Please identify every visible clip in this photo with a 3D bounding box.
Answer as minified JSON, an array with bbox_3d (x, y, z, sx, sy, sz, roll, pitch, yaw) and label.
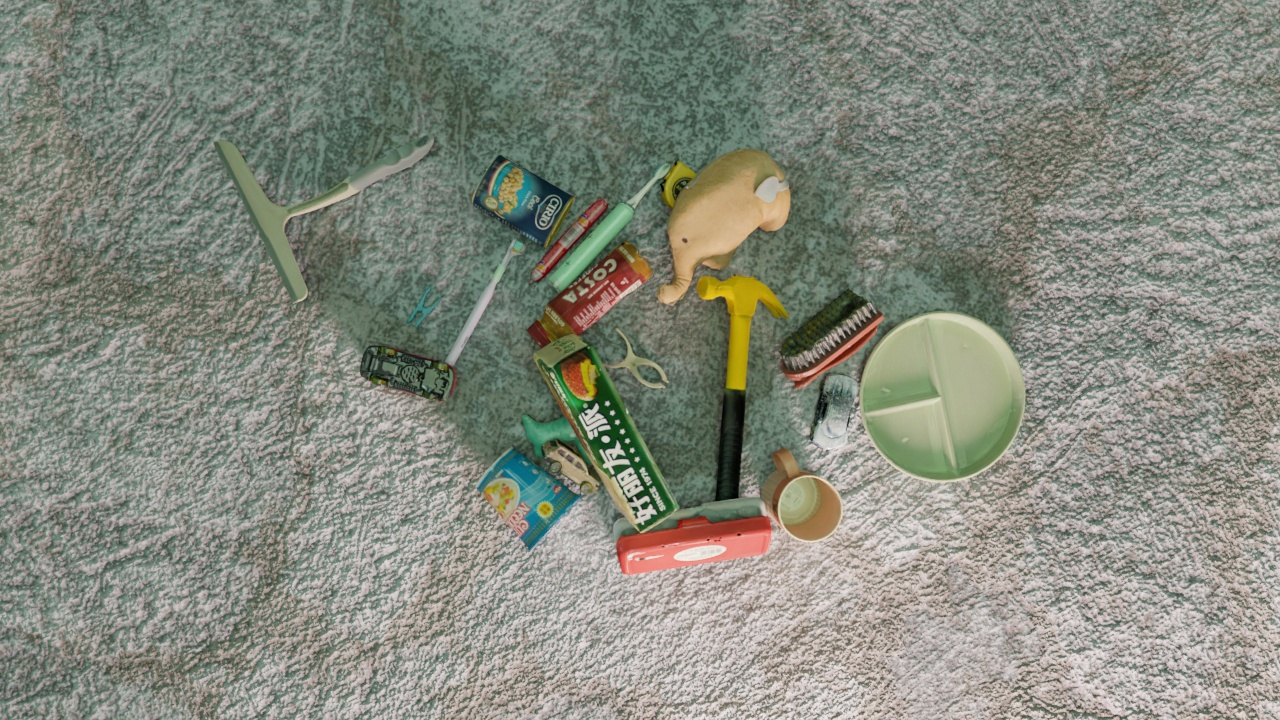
[{"bbox_3d":[-0.279,-0.068,1.181,0.041,0.014,0.056,38,86,-4],"label":"clip"},{"bbox_3d":[-0.004,0.003,1.199,0.098,0.034,0.064,35,89,4],"label":"clip"}]

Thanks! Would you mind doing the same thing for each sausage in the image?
[{"bbox_3d":[-0.094,-0.156,1.192,0.020,0.020,0.156,43,87,-5],"label":"sausage"}]

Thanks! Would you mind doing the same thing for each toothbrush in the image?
[{"bbox_3d":[-0.203,-0.072,1.186,0.021,0.029,0.189,30,90,35],"label":"toothbrush"},{"bbox_3d":[-0.039,-0.174,1.193,0.224,0.027,0.026,-47,127,-2],"label":"toothbrush"}]

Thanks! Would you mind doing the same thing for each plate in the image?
[{"bbox_3d":[0.404,0.049,1.236,0.230,0.027,0.230,0,92,-5],"label":"plate"}]

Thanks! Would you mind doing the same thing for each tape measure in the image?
[{"bbox_3d":[0.055,-0.223,1.198,0.060,0.029,0.057,34,89,-17],"label":"tape measure"}]

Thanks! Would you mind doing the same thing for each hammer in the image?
[{"bbox_3d":[0.125,0.039,1.196,0.128,0.033,0.301,1,97,-26],"label":"hammer"}]

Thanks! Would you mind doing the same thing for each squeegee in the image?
[{"bbox_3d":[-0.370,-0.223,1.158,0.246,0.039,0.246,-29,76,-10],"label":"squeegee"}]

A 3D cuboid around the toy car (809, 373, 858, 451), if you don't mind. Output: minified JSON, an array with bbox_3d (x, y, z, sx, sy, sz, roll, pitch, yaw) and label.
[{"bbox_3d":[0.259,0.070,1.222,0.049,0.031,0.105,12,91,-5],"label":"toy car"}]

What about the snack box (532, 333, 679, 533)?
[{"bbox_3d":[-0.044,0.087,1.131,0.063,0.114,0.240,-30,105,-10],"label":"snack box"}]

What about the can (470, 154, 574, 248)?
[{"bbox_3d":[-0.149,-0.201,1.159,0.111,0.075,0.075,30,88,-4],"label":"can"}]

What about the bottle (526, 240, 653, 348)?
[{"bbox_3d":[-0.067,-0.079,1.177,0.175,0.057,0.057,-39,94,-3],"label":"bottle"}]

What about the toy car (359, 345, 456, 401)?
[{"bbox_3d":[-0.293,0.015,1.166,0.120,0.045,0.053,17,92,0],"label":"toy car"}]

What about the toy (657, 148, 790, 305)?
[{"bbox_3d":[0.091,-0.173,1.166,0.226,0.082,0.143,-39,123,-3],"label":"toy"}]

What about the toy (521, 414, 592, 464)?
[{"bbox_3d":[-0.098,0.099,1.193,0.092,0.030,0.096,-22,102,-2],"label":"toy"}]

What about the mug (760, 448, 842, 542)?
[{"bbox_3d":[0.199,0.168,1.181,0.081,0.106,0.114,-23,93,-4],"label":"mug"}]

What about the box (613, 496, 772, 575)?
[{"bbox_3d":[0.066,0.226,1.193,0.201,0.091,0.068,-8,52,-4],"label":"box"}]

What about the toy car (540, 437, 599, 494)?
[{"bbox_3d":[-0.086,0.136,1.170,0.090,0.042,0.035,41,97,-22],"label":"toy car"}]

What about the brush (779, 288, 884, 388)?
[{"bbox_3d":[0.248,-0.023,1.205,0.145,0.063,0.069,-38,127,-6],"label":"brush"}]

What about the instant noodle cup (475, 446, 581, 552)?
[{"bbox_3d":[-0.147,0.171,1.164,0.110,0.099,0.099,41,87,3],"label":"instant noodle cup"}]
